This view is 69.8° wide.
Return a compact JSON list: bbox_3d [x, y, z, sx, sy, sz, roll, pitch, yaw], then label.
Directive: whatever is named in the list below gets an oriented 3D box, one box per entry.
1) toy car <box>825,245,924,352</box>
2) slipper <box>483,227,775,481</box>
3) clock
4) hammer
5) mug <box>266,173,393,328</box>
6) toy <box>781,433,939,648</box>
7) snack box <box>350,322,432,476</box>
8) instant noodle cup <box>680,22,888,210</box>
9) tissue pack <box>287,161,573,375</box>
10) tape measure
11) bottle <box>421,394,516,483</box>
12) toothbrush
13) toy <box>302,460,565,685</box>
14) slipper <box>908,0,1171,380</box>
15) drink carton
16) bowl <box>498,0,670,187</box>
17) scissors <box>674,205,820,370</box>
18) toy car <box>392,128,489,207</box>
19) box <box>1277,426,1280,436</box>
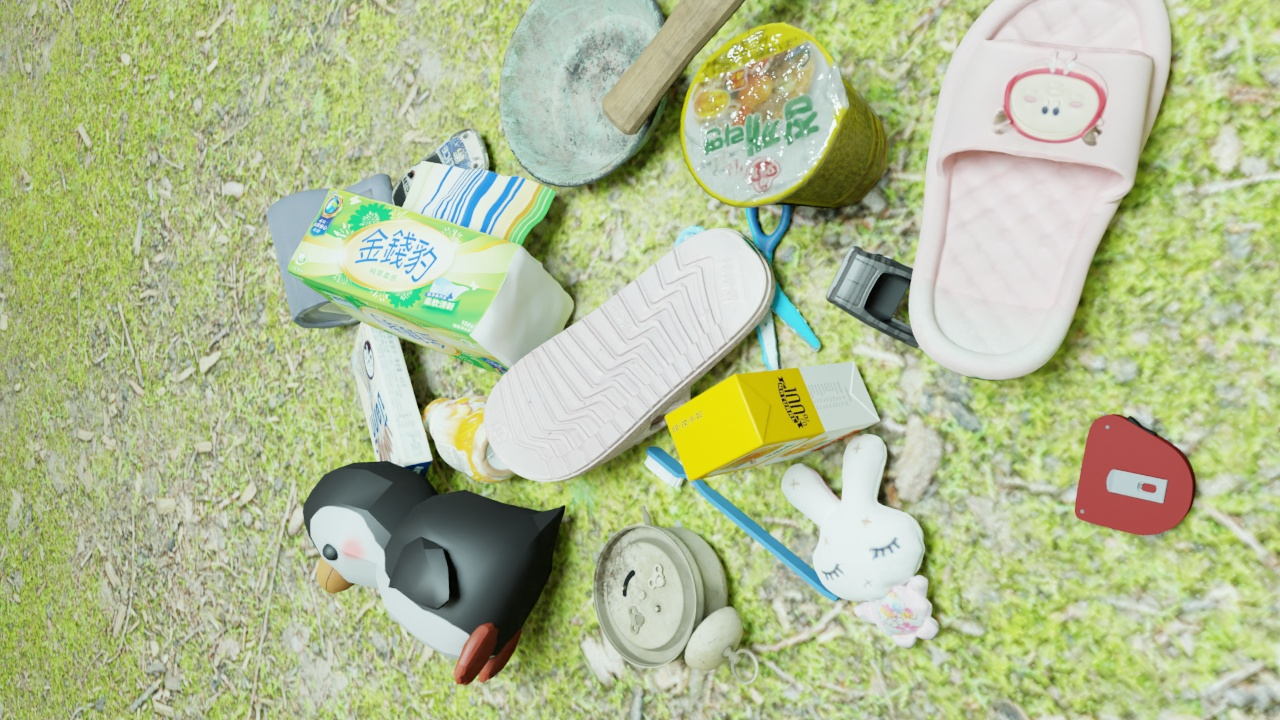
[{"bbox_3d":[0.154,-0.030,0.519,0.092,0.037,0.040,25,105,0],"label":"toy car"},{"bbox_3d":[-0.004,0.004,0.636,0.240,0.064,0.094,-38,71,19],"label":"slipper"},{"bbox_3d":[0.029,0.165,0.614,0.141,0.054,0.093,34,109,39],"label":"clock"},{"bbox_3d":[0.078,-0.259,0.528,0.306,0.040,0.132,-47,45,25],"label":"hammer"},{"bbox_3d":[-0.266,-0.097,0.825,0.124,0.083,0.104,-19,78,15],"label":"mug"},{"bbox_3d":[0.134,0.111,0.548,0.076,0.037,0.125,-33,67,32],"label":"toy"},{"bbox_3d":[-0.215,0.040,0.784,0.082,0.026,0.150,-53,52,49],"label":"snack box"},{"bbox_3d":[0.094,-0.131,0.537,0.102,0.108,0.102,-1,88,36],"label":"instant noodle cup"},{"bbox_3d":[-0.145,-0.085,0.704,0.198,0.120,0.141,21,77,20],"label":"tissue pack"},{"bbox_3d":[0.255,0.059,0.471,0.051,0.019,0.059,11,96,36],"label":"tape measure"},{"bbox_3d":[-0.135,0.058,0.732,0.109,0.063,0.063,16,99,50],"label":"bottle"},{"bbox_3d":[0.064,0.108,0.613,0.166,0.016,0.014,37,110,30],"label":"toothbrush"},{"bbox_3d":[-0.161,0.132,0.688,0.184,0.159,0.140,27,78,13],"label":"toy"},{"bbox_3d":[0.198,-0.098,0.472,0.107,0.055,0.221,17,91,18],"label":"slipper"},{"bbox_3d":[0.081,0.034,0.538,0.059,0.122,0.040,-34,69,41],"label":"drink carton"},{"bbox_3d":[-0.035,-0.204,0.676,0.158,0.038,0.157,-1,89,36],"label":"bowl"},{"bbox_3d":[0.084,-0.061,0.604,0.113,0.013,0.140,-51,60,22],"label":"scissors"},{"bbox_3d":[-0.172,-0.153,0.775,0.113,0.040,0.048,-30,73,31],"label":"toy car"},{"bbox_3d":[0.365,0.065,0.369,0.076,0.055,0.187,-45,61,-10],"label":"box"}]
